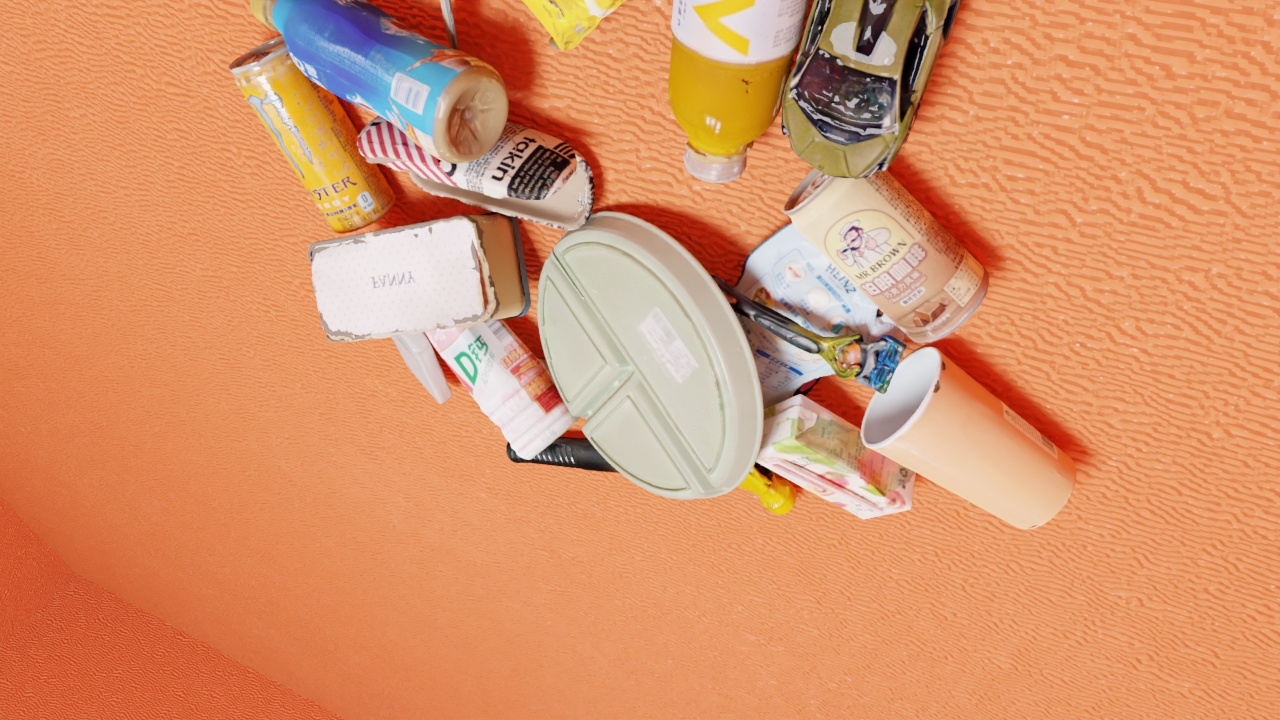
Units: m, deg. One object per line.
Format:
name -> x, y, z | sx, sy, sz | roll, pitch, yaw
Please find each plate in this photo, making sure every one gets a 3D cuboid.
plate -> -0.004, 0.004, 0.679 | 0.230, 0.027, 0.231 | 32, 136, 36

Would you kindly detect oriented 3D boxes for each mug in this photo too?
mug -> 0.219, 0.055, 0.605 | 0.123, 0.078, 0.078 | 32, 144, -7

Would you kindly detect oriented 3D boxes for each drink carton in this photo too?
drink carton -> 0.142, 0.075, 0.677 | 0.122, 0.045, 0.054 | 29, 147, -24

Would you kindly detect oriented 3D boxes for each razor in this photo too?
razor -> 0.097, -0.022, 0.593 | 0.143, 0.022, 0.043 | 27, 133, 16

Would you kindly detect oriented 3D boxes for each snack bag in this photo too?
snack bag -> 0.092, -0.018, 0.641 | 0.110, 0.038, 0.192 | 51, 141, -1

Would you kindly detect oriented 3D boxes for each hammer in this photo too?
hammer -> -0.013, 0.087, 0.831 | 0.301, 0.032, 0.129 | -1, 148, 42

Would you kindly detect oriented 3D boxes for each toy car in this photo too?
toy car -> 0.114, -0.160, 0.443 | 0.070, 0.042, 0.158 | 23, 127, 14

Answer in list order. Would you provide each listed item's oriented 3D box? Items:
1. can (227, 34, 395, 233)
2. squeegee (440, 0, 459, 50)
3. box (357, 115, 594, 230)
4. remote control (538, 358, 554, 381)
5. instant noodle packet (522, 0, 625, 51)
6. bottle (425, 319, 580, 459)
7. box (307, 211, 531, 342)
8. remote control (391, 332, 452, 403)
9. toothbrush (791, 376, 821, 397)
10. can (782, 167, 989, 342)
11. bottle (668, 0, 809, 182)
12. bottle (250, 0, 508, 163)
can -> -0.250, -0.172, 0.709 | 0.058, 0.058, 0.146 | 3, 134, 35
squeegee -> -0.180, -0.313, 0.506 | 0.246, 0.039, 0.247 | 45, 168, 3
box -> -0.113, -0.129, 0.643 | 0.162, 0.075, 0.086 | 15, 148, 21
remote control -> -0.062, 0.027, 0.824 | 0.135, 0.019, 0.056 | 7, 136, 31
instant noodle packet -> -0.048, -0.243, 0.490 | 0.128, 0.044, 0.111 | 50, 143, -17
bottle -> -0.136, -0.008, 0.787 | 0.197, 0.068, 0.068 | 50, 142, -1
box -> -0.171, -0.066, 0.721 | 0.185, 0.062, 0.090 | -3, 99, 24
remote control -> -0.206, -0.007, 0.852 | 0.058, 0.021, 0.150 | 47, 163, 13
toothbrush -> 0.127, 0.009, 0.672 | 0.014, 0.017, 0.190 | 31, 140, 2
can -> 0.143, -0.067, 0.532 | 0.116, 0.058, 0.059 | 42, 143, -10
bottle -> 0.050, -0.176, 0.471 | 0.068, 0.067, 0.190 | 23, 142, 14
bottle -> -0.182, -0.200, 0.606 | 0.219, 0.065, 0.065 | 33, 146, 26
